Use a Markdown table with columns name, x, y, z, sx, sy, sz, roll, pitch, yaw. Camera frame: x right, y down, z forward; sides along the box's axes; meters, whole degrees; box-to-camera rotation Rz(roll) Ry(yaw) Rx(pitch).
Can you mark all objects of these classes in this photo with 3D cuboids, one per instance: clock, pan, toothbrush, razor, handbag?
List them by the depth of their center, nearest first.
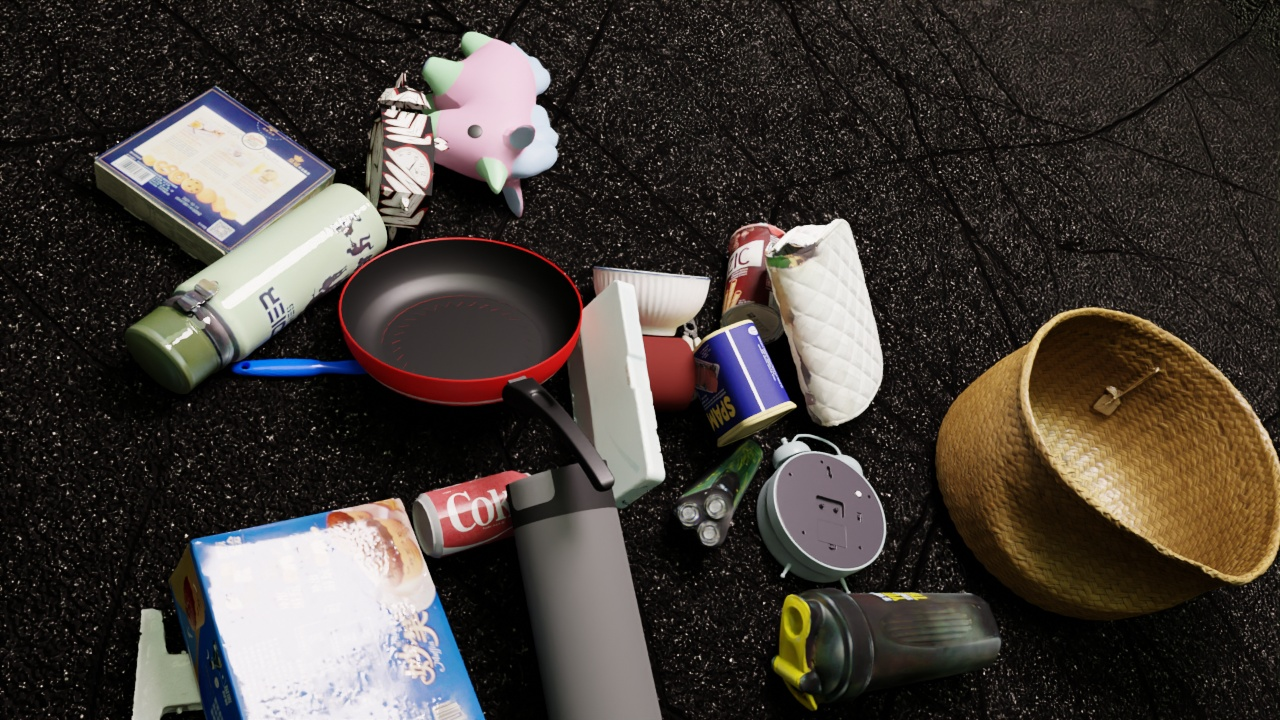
| name | x | y | z | sx | sy | sz | roll | pitch | yaw |
| --- | --- | --- | --- | --- | --- | --- | --- | --- | --- |
| pan | -0.119 | 0.003 | 0.770 | 0.208 | 0.067 | 0.356 | -17 | 46 | -28 |
| toothbrush | -0.257 | 0.004 | 0.800 | 0.182 | 0.018 | 0.016 | 0 | 58 | -26 |
| razor | 0.081 | 0.118 | 0.858 | 0.054 | 0.067 | 0.151 | 45 | 42 | 2 |
| clock | -0.226 | -0.201 | 0.888 | 0.065 | 0.115 | 0.154 | 3 | 74 | -24 |
| clock | 0.175 | 0.142 | 0.898 | 0.122 | 0.045 | 0.159 | 17 | 51 | -14 |
| handbag | 0.190 | -0.042 | 0.959 | 0.138 | 0.073 | 0.195 | -41 | 117 | -55 |

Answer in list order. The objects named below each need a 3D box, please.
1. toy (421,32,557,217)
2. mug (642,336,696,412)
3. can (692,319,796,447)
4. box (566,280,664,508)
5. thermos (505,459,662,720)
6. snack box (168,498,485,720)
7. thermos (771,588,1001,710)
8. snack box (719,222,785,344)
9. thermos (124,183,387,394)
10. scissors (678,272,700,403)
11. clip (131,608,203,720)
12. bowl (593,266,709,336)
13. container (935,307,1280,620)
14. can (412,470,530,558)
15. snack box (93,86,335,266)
| name | x | y | z | sx | sy | sz | roll | pitch | yaw |
| --- | --- | --- | --- | --- | --- | --- | --- | --- | --- |
| toy | -0.150 | -0.268 | 0.987 | 0.171 | 0.120 | 0.221 | 29 | 51 | 7 |
| mug | -0.005 | 0.005 | 0.895 | 0.082 | 0.073 | 0.105 | 2 | 29 | -25 |
| can | 0.091 | 0.023 | 0.880 | 0.056 | 0.116 | 0.092 | -21 | 79 | -16 |
| box | -0.033 | 0.042 | 0.806 | 0.040 | 0.135 | 0.196 | 13 | 53 | -30 |
| thermos | -0.041 | 0.199 | 0.695 | 0.082 | 0.082 | 0.240 | -5 | 74 | -28 |
| snack box | -0.212 | 0.211 | 0.631 | 0.154 | 0.069 | 0.202 | -7 | 61 | -43 |
| thermos | 0.219 | 0.251 | 0.820 | 0.220 | 0.098 | 0.098 | 5 | 56 | -30 |
| snack box | 0.127 | -0.084 | 1.012 | 0.072 | 0.072 | 0.121 | 20 | 53 | -12 |
| thermos | -0.320 | -0.065 | 0.776 | 0.082 | 0.083 | 0.230 | 38 | 50 | 3 |
| scissors | 0.063 | -0.022 | 0.977 | 0.121 | 0.013 | 0.170 | 31 | 49 | -8 |
| clip | -0.311 | 0.215 | 0.617 | 0.058 | 0.050 | 0.101 | -4 | 60 | -13 |
| bowl | 0.008 | -0.059 | 0.928 | 0.118 | 0.118 | 0.062 | 3 | 96 | -24 |
| container | 0.474 | 0.113 | 0.964 | 0.306 | 0.197 | 0.306 | 11 | 55 | -17 |
| can | -0.133 | 0.125 | 0.755 | 0.096 | 0.054 | 0.054 | -12 | 64 | -31 |
| snack box | -0.384 | -0.166 | 0.840 | 0.144 | 0.043 | 0.144 | 35 | 50 | 0 |
